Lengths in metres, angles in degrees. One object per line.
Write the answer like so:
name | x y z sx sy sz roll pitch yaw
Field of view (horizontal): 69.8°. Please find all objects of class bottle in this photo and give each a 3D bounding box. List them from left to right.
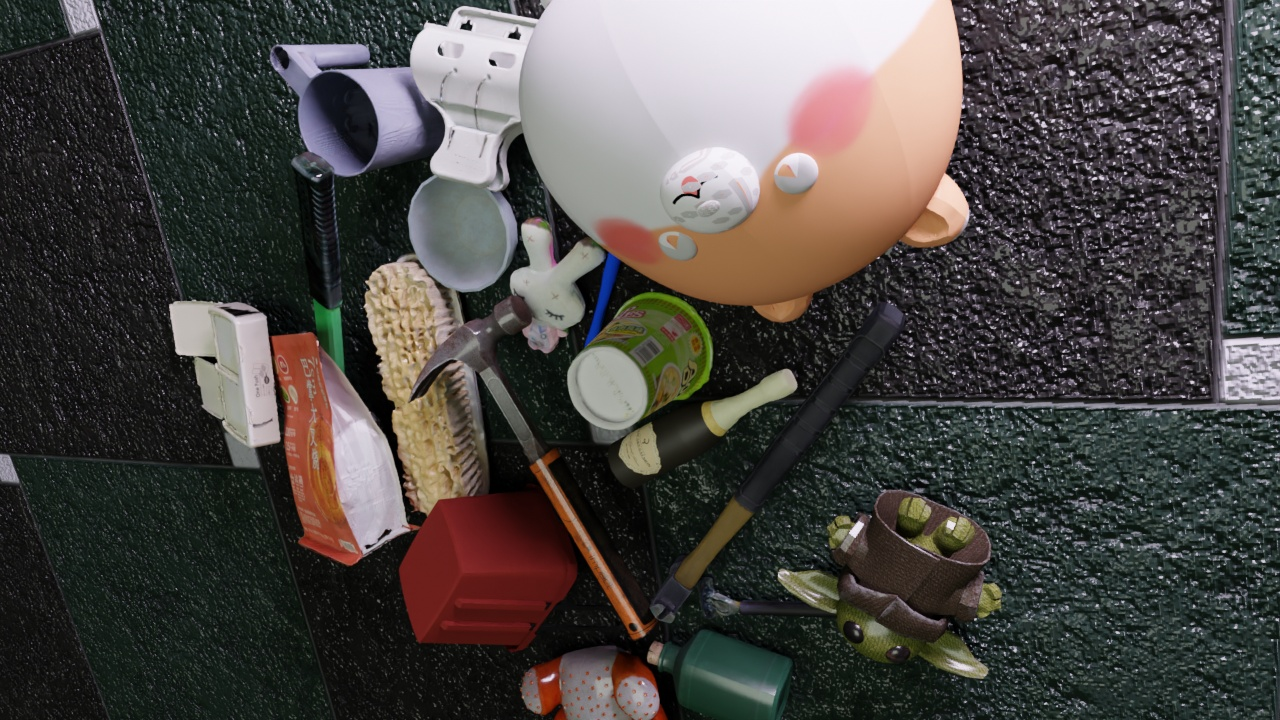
bottle | 0.053 0.054 0.778 0.185 0.045 0.045 -31 94 32
bottle | 0.070 0.292 0.852 0.131 0.061 0.061 14 117 21

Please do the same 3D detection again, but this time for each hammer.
hammer | -0.293 -0.057 0.853 0.130 0.032 0.320 40 142 19
hammer | -0.085 0.111 0.812 0.138 0.035 0.314 -30 92 20
hammer | 0.102 0.093 0.742 0.025 0.117 0.334 36 115 6

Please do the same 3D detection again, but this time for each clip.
clip | -0.128 -0.212 0.730 0.126 0.096 0.152 18 85 22

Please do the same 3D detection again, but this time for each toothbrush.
toothbrush | -0.031 -0.045 0.799 0.018 0.016 0.183 22 118 11

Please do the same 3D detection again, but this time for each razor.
razor | 0.118 0.221 0.824 0.144 0.022 0.043 -3 109 27

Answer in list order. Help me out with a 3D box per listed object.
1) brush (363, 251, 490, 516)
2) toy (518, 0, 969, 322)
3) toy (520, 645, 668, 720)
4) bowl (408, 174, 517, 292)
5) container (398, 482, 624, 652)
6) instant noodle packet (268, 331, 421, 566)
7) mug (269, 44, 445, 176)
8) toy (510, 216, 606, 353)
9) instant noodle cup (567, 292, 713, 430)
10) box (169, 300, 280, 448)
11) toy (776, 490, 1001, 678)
brush | -0.202 0.032 0.888 0.083 0.056 0.271 3 110 27
toy | 0.067 -0.157 0.568 0.264 0.264 0.281 -28 111 34
toy | -0.029 0.373 0.914 0.164 0.092 0.172 -15 103 28
bowl | -0.151 -0.117 0.816 0.106 0.039 0.106 9 113 23
container | -0.113 0.204 0.890 0.148 0.200 0.127 -56 44 31
instant noodle packet | -0.320 0.079 0.917 0.165 0.083 0.221 -1 110 53
mug | -0.235 -0.220 0.779 0.124 0.103 0.084 47 122 3
toy | -0.079 -0.062 0.803 0.079 0.037 0.123 21 120 10
instant noodle cup | -0.004 0.004 0.751 0.099 0.107 0.099 9 112 24
box | -0.451 0.008 0.990 0.184 0.050 0.143 14 110 46
toy | 0.209 0.175 0.729 0.179 0.078 0.153 24 119 13
